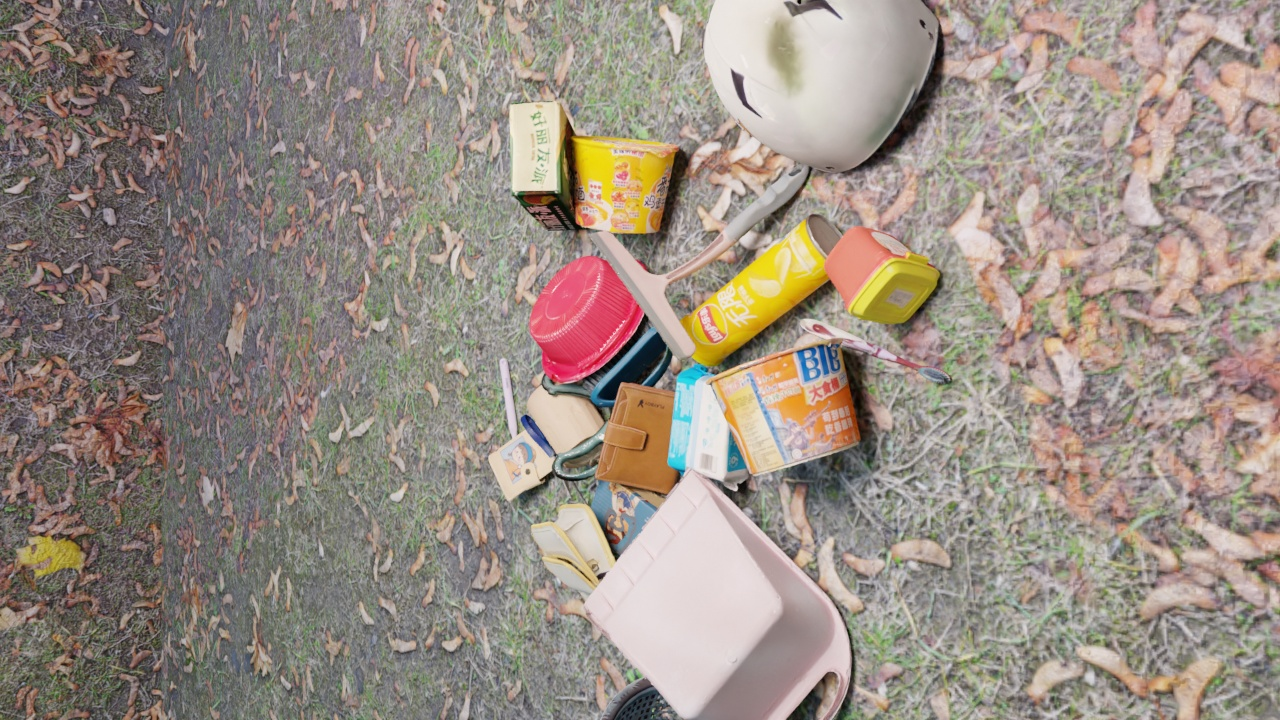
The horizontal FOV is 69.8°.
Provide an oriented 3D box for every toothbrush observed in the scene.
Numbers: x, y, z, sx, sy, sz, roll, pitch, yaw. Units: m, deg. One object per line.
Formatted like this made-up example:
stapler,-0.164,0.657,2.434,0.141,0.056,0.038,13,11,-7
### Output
toothbrush,0.240,-0.012,0.965,0.188,0.017,0.016,27,107,42
toothbrush,-0.198,0.087,1.409,0.021,0.029,0.189,111,150,-75

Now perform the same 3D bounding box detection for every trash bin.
trash bin,0.031,0.507,1.050,0.226,0.226,0.196,52,136,33

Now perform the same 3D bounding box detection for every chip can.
chip can,0.136,-0.074,1.035,0.214,0.072,0.072,-39,63,38

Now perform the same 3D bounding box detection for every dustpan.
dustpan,0.094,0.298,1.035,0.223,0.138,0.273,-51,43,10

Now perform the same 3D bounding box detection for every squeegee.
squeegee,0.094,-0.141,1.049,0.250,0.040,0.247,-37,49,4

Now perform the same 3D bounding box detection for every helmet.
helmet,0.159,-0.331,0.957,0.231,0.156,0.274,-53,55,30

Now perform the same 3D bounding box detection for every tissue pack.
tissue pack,0.086,0.078,1.088,0.090,0.063,0.140,11,99,42

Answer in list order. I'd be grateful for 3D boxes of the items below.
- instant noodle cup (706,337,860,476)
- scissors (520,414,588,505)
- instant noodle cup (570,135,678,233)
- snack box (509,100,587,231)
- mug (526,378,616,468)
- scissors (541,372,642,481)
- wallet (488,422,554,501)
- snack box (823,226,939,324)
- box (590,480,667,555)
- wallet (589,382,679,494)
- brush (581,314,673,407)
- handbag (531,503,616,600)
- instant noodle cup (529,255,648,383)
instant noodle cup,0.157,0.052,0.966,0.152,0.151,0.111,-24,81,43
scissors,-0.111,0.138,1.263,0.012,0.157,0.165,-42,80,8
instant noodle cup,-0.024,-0.223,1.165,0.138,0.137,0.110,22,113,44
snack box,-0.116,-0.246,1.194,0.063,0.240,0.114,-1,87,4
mug,-0.080,0.072,1.256,0.125,0.084,0.103,-39,62,8
scissors,-0.074,0.067,1.207,0.170,0.019,0.180,-42,65,-11
wallet,-0.168,0.149,1.358,0.115,0.024,0.087,-35,62,20
snack box,0.239,-0.089,0.920,0.082,0.091,0.080,-55,47,30
box,0.013,0.216,1.164,0.184,0.059,0.090,29,110,44
wallet,0.001,0.096,1.146,0.035,0.119,0.131,-124,47,-69
brush,-0.007,0.007,1.170,0.144,0.055,0.073,-47,63,7
handbag,-0.075,0.281,1.208,0.178,0.063,0.164,63,159,1
instant noodle cup,-0.079,-0.068,1.199,0.194,0.066,0.193,-32,36,27
